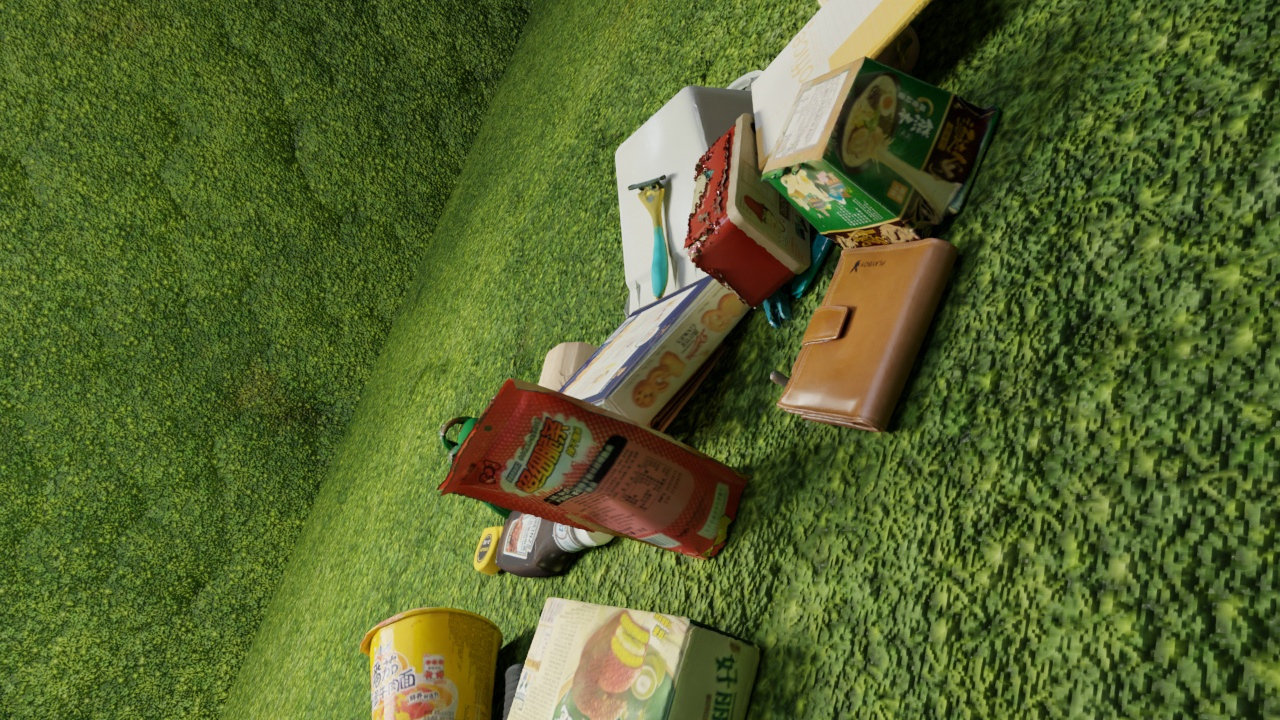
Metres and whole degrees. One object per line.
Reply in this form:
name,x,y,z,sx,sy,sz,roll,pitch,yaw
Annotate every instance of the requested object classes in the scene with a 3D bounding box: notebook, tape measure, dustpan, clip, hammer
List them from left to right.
tape measure,-0.170,0.222,1.073,0.060,0.029,0.057,-24,43,57
hammer,-0.107,0.387,0.742,0.129,0.033,0.300,-48,27,31
dustpan,0.076,-0.197,1.023,0.223,0.142,0.257,-25,72,57
clip,0.113,-0.047,0.763,0.047,0.014,0.057,-49,25,28
notebook,0.162,-0.261,0.740,0.207,0.010,0.145,-44,29,37

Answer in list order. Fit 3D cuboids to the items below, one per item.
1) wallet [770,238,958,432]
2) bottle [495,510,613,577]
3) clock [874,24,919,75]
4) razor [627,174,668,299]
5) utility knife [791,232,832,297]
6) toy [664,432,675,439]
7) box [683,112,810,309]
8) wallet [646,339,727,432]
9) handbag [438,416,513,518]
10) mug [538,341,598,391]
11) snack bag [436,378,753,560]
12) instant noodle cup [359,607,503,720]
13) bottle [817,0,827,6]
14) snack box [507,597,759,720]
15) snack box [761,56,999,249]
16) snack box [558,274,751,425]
wallet,0.150,-0.018,0.630,0.119,0.035,0.130,8,72,61
bottle,-0.085,0.175,0.919,0.195,0.044,0.079,-26,43,56
clock,0.176,-0.241,0.781,0.117,0.059,0.158,-56,21,14
razor,0.015,-0.128,0.967,0.043,0.028,0.132,-10,80,26
utility knife,0.159,-0.119,0.741,0.151,0.013,0.029,-63,15,2
toy,-0.009,0.107,0.814,0.105,0.066,0.157,-23,11,-15
box,0.087,-0.127,0.787,0.081,0.091,0.168,-40,25,35
wallet,0.021,0.028,0.837,0.115,0.020,0.101,-48,14,-25
handbag,-0.181,0.122,1.090,0.068,0.120,0.131,-55,20,5
mug,-0.074,0.056,0.998,0.125,0.084,0.103,101,178,-48
snack bag,-0.029,0.086,0.672,0.129,0.207,0.073,-49,30,34
instant noodle cup,-0.205,0.327,0.907,0.138,0.138,0.109,-48,34,34
bottle,0.205,-0.361,0.855,0.066,0.066,0.149,-65,15,-4
snack box,-0.017,0.240,0.663,0.241,0.063,0.114,-20,48,60
snack box,0.160,-0.149,0.648,0.117,0.105,0.118,-66,23,-8
snack box,-0.005,0.005,0.841,0.177,0.046,0.183,-47,13,-27
